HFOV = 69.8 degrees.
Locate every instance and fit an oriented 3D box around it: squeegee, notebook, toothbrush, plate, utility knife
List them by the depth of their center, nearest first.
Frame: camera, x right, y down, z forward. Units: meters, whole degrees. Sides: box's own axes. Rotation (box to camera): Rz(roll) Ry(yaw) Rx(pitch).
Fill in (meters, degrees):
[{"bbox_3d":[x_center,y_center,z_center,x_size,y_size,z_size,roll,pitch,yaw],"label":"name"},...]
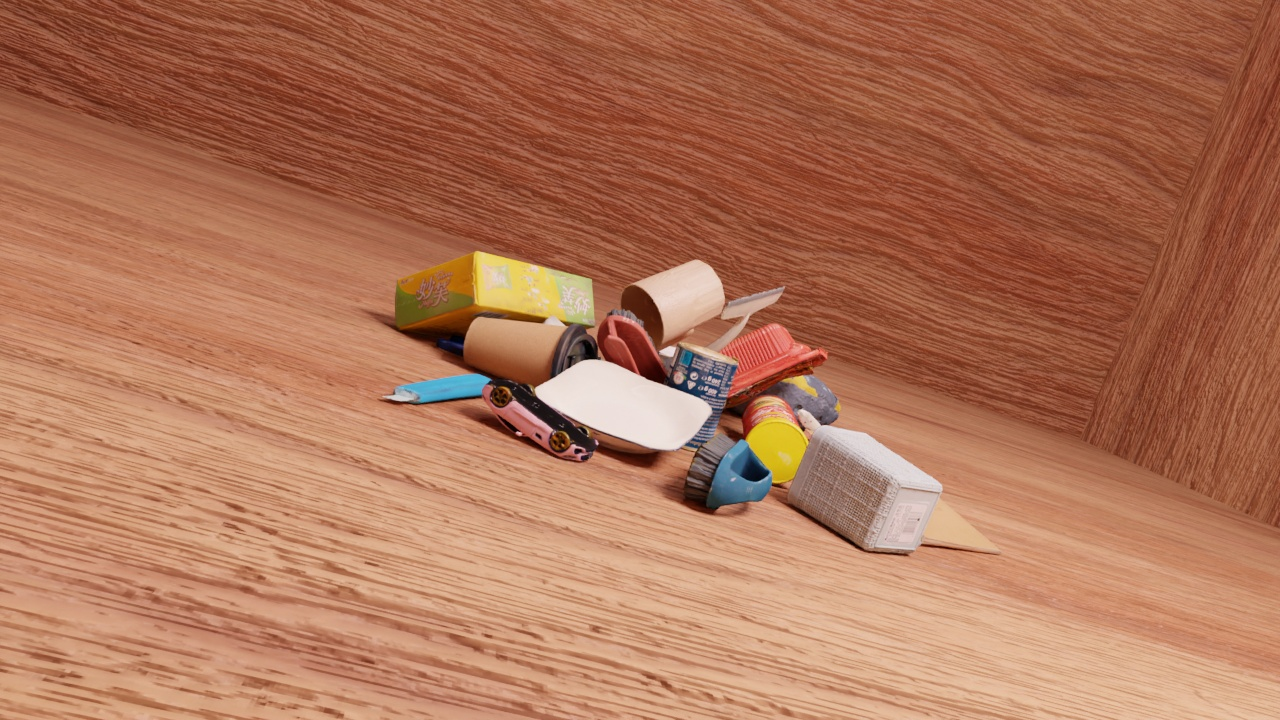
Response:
[{"bbox_3d":[-0.192,0.029,0.885,0.034,0.018,0.166,18,9,19],"label":"utility knife"},{"bbox_3d":[-0.019,0.055,0.958,0.164,0.034,0.164,21,22,16],"label":"plate"},{"bbox_3d":[0.301,0.152,1.068,0.149,0.012,0.211,15,20,-36],"label":"notebook"},{"bbox_3d":[0.234,0.101,1.159,0.017,0.016,0.187,46,3,42],"label":"toothbrush"},{"bbox_3d":[0.060,-0.008,1.170,0.039,0.247,0.246,60,24,4],"label":"squeegee"}]

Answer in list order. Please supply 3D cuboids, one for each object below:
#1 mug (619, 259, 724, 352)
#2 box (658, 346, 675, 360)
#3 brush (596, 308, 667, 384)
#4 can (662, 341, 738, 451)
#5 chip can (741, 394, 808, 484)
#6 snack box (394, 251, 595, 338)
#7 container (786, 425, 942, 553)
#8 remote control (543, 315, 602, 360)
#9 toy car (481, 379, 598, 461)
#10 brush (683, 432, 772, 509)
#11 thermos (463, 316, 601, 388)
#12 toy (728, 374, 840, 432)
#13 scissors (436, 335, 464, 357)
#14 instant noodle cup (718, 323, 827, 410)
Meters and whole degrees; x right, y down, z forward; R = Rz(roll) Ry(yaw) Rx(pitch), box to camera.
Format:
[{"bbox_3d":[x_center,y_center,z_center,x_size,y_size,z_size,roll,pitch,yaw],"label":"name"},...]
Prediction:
[{"bbox_3d":[0.037,-0.058,1.148,0.103,0.125,0.084,-26,58,-31],"label":"mug"},{"bbox_3d":[0.052,0.014,1.427,0.090,0.059,0.184,24,11,35],"label":"box"},{"bbox_3d":[-0.006,0.006,1.081,0.063,0.146,0.069,-15,36,18],"label":"brush"},{"bbox_3d":[0.061,0.040,1.052,0.075,0.111,0.075,18,8,-3],"label":"can"},{"bbox_3d":[0.157,0.088,1.093,0.073,0.073,0.216,19,8,4],"label":"chip can"},{"bbox_3d":[-0.184,-0.072,1.181,0.158,0.070,0.209,-13,-13,38],"label":"snack box"},{"bbox_3d":[0.223,0.130,0.906,0.089,0.090,0.111,12,13,-36],"label":"container"},{"bbox_3d":[-0.071,0.001,1.125,0.135,0.019,0.056,42,21,-12],"label":"remote control"},{"bbox_3d":[-0.096,0.057,0.853,0.122,0.037,0.056,34,15,17],"label":"toy car"},{"bbox_3d":[0.086,0.107,0.857,0.073,0.055,0.143,20,8,12],"label":"brush"},{"bbox_3d":[-0.125,-0.006,1.054,0.143,0.093,0.093,13,6,17],"label":"thermos"},{"bbox_3d":[0.209,0.055,1.391,0.355,0.091,0.138,16,-4,-33],"label":"toy"},{"bbox_3d":[-0.173,0.000,1.151,0.169,0.012,0.147,16,9,-28],"label":"scissors"},{"bbox_3d":[0.153,0.009,1.232,0.189,0.079,0.164,-25,-9,12],"label":"instant noodle cup"}]
